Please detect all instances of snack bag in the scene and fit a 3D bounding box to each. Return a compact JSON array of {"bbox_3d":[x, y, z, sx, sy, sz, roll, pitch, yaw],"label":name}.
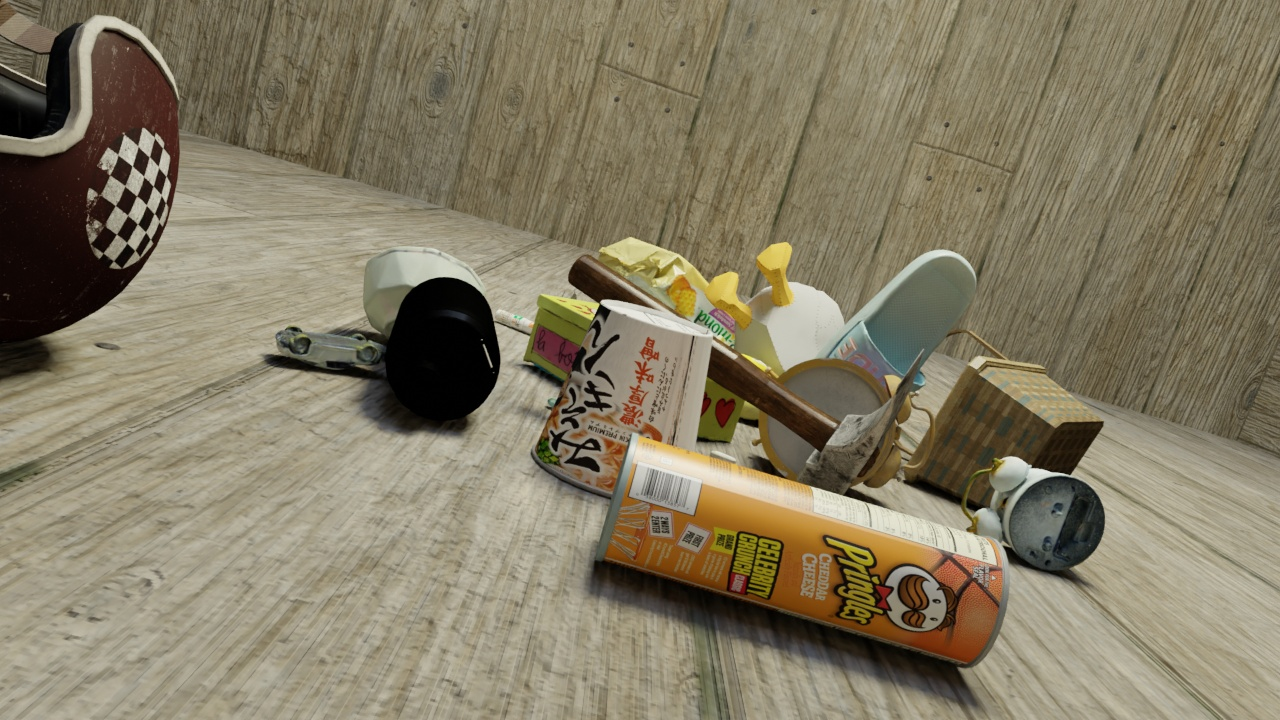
[{"bbox_3d":[0.058,-0.067,1.219,0.247,0.068,0.160,45,-11,-34],"label":"snack bag"}]

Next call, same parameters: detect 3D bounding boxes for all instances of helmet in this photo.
[{"bbox_3d":[-0.387,-0.135,0.534,0.233,0.253,0.234,13,-15,9],"label":"helmet"}]

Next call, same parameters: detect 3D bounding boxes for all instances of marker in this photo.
[{"bbox_3d":[-0.121,-0.035,1.139,0.145,0.017,0.017,22,11,26],"label":"marker"}]

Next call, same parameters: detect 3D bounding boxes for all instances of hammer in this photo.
[{"bbox_3d":[0.065,-0.017,0.727,0.300,0.037,0.218,34,-24,15],"label":"hammer"}]

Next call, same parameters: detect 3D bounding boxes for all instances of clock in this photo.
[{"bbox_3d":[0.186,0.057,0.838,0.159,0.117,0.081,11,5,11],"label":"clock"},{"bbox_3d":[0.334,0.129,0.787,0.117,0.083,0.057,19,4,-4],"label":"clock"}]

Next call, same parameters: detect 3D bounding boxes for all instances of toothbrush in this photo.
[{"bbox_3d":[-0.002,0.063,0.796,0.181,0.016,0.016,19,11,19],"label":"toothbrush"}]

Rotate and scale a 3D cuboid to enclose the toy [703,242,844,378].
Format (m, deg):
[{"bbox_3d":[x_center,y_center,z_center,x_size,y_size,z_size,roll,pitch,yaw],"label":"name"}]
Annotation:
[{"bbox_3d":[0.198,-0.010,1.143,0.267,0.141,0.246,51,23,-24],"label":"toy"}]

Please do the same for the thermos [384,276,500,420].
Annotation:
[{"bbox_3d":[-0.157,-0.011,0.735,0.086,0.086,0.198,14,10,-14],"label":"thermos"}]

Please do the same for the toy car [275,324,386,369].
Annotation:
[{"bbox_3d":[-0.248,-0.008,0.740,0.089,0.027,0.039,8,9,-34],"label":"toy car"}]

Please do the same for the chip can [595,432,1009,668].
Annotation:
[{"bbox_3d":[0.088,0.107,0.519,0.215,0.075,0.075,16,10,-1],"label":"chip can"}]

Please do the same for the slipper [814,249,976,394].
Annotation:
[{"bbox_3d":[0.271,-0.012,0.994,0.104,0.246,0.074,35,13,-11],"label":"slipper"}]

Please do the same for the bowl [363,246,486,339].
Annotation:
[{"bbox_3d":[-0.208,-0.048,0.865,0.117,0.118,0.061,14,54,-14],"label":"bowl"}]

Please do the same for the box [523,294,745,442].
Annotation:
[{"bbox_3d":[-0.005,0.005,0.925,0.124,0.082,0.221,8,12,-42],"label":"box"}]

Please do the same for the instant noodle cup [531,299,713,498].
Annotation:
[{"bbox_3d":[-0.005,0.026,0.678,0.123,0.122,0.123,16,10,-3],"label":"instant noodle cup"}]

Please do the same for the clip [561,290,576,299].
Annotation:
[{"bbox_3d":[-0.105,-0.035,1.067,0.046,0.102,0.056,17,53,-14],"label":"clip"}]

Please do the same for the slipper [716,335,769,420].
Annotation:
[{"bbox_3d":[0.080,0.009,1.048,0.190,0.081,0.091,17,7,12],"label":"slipper"}]

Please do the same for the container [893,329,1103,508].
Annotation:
[{"bbox_3d":[0.376,0.065,1.019,0.186,0.158,0.249,37,20,34],"label":"container"}]
